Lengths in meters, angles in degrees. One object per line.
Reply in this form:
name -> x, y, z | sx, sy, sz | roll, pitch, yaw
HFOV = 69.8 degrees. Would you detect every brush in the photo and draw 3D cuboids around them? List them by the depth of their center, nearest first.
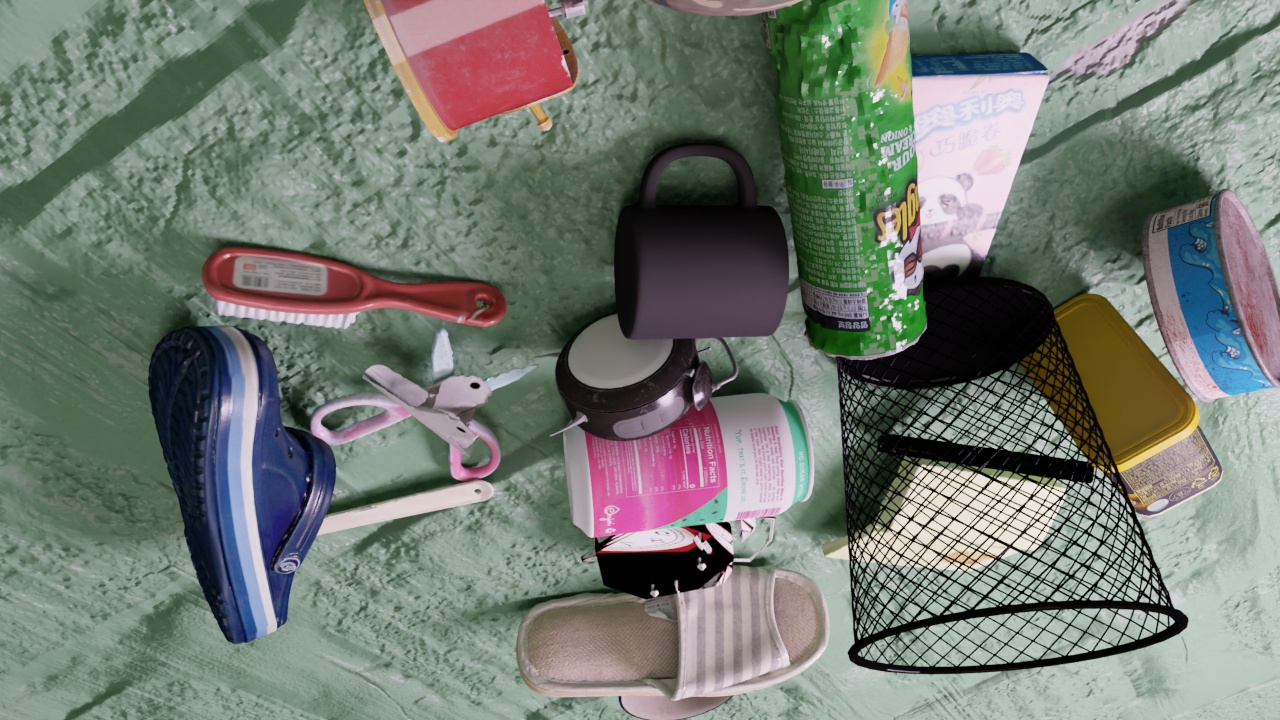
brush -> -0.167, -0.036, 0.547 | 0.172, 0.041, 0.030 | 6, 148, -20
brush -> -0.215, 0.118, 0.685 | 0.218, 0.012, 0.033 | -13, 134, 3

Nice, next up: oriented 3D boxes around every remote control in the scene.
remote control -> 0.255, 0.073, 0.685 | 0.150, 0.013, 0.034 | 7, -177, 26

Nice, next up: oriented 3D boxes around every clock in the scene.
clock -> -0.072, -0.171, 0.380 | 0.081, 0.117, 0.159 | -20, 153, 1
clock -> -0.003, 0.003, 0.577 | 0.123, 0.091, 0.044 | -19, 133, 0
clock -> 0.037, 0.146, 0.734 | 0.154, 0.065, 0.115 | 7, 130, -17

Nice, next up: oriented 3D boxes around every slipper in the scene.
slipper -> -0.251, 0.077, 0.596 | 0.095, 0.105, 0.253 | -15, 133, -34
slipper -> 0.027, 0.233, 0.787 | 0.272, 0.114, 0.054 | -8, 154, -1

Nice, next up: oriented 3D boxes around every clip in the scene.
clip -> -0.122, 0.029, 0.585 | 0.054, 0.040, 0.101 | -6, 145, 31

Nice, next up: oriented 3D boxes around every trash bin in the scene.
trash bin -> 0.211, 0.073, 0.581 | 0.184, 0.209, 0.184 | -2, 152, -1

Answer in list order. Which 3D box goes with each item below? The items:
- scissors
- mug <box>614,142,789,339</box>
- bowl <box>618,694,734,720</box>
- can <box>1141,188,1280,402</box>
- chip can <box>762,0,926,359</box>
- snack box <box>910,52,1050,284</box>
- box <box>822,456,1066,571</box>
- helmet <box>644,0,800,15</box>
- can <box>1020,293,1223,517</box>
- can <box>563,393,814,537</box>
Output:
scissors -> -0.148, 0.034, 0.610 | 0.168, 0.014, 0.171 | 2, 144, -7
mug -> 0.033, -0.069, 0.538 | 0.088, 0.078, 0.114 | -2, 105, -11
bowl -> 0.032, 0.282, 0.861 | 0.115, 0.059, 0.116 | -6, 133, -7
can -> 0.370, -0.041, 0.587 | 0.130, 0.129, 0.044 | 32, 146, -34
chip can -> 0.110, -0.111, 0.486 | 0.075, 0.075, 0.223 | -14, 122, 0
snack box -> 0.176, -0.107, 0.555 | 0.088, 0.033, 0.154 | -4, 132, -8
box -> 0.266, 0.144, 0.788 | 0.187, 0.048, 0.141 | 13, 131, -30
helmet -> 0.034, -0.236, 0.284 | 0.224, 0.193, 0.236 | -2, 115, -66
can -> 0.340, 0.033, 0.654 | 0.073, 0.130, 0.101 | -36, 132, 20
can -> 0.031, 0.072, 0.650 | 0.166, 0.088, 0.088 | -6, 133, -7
